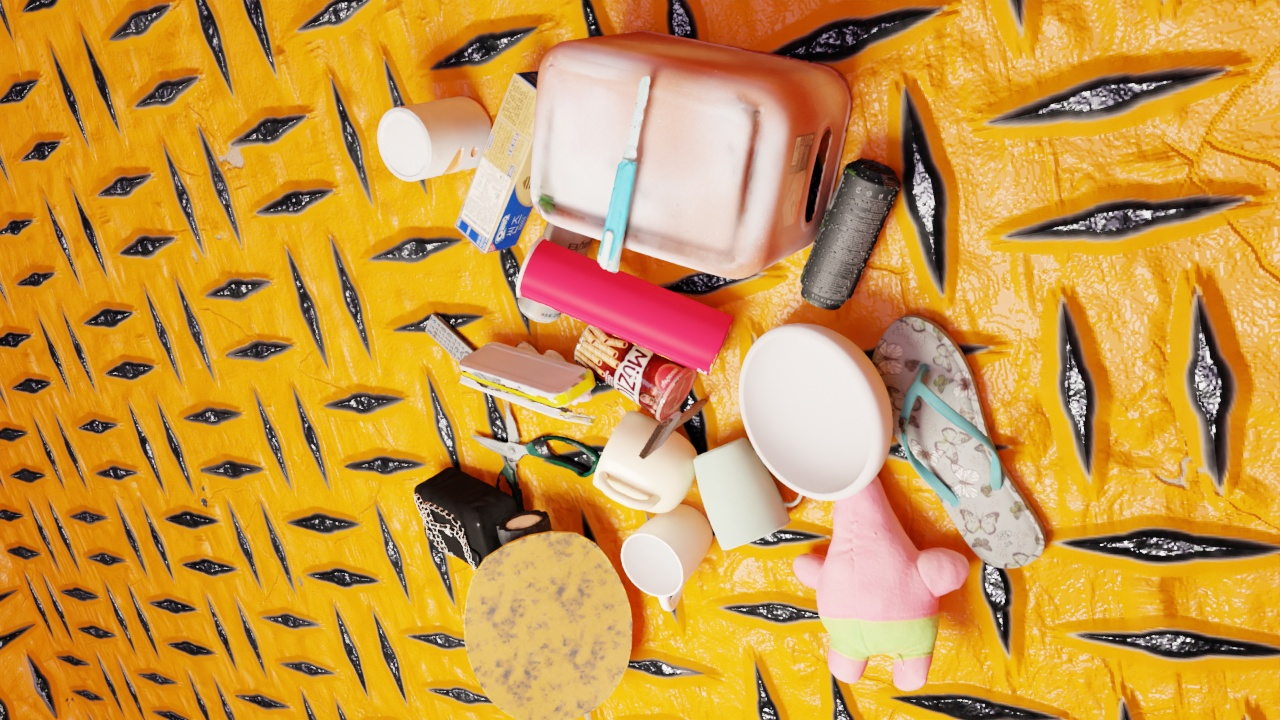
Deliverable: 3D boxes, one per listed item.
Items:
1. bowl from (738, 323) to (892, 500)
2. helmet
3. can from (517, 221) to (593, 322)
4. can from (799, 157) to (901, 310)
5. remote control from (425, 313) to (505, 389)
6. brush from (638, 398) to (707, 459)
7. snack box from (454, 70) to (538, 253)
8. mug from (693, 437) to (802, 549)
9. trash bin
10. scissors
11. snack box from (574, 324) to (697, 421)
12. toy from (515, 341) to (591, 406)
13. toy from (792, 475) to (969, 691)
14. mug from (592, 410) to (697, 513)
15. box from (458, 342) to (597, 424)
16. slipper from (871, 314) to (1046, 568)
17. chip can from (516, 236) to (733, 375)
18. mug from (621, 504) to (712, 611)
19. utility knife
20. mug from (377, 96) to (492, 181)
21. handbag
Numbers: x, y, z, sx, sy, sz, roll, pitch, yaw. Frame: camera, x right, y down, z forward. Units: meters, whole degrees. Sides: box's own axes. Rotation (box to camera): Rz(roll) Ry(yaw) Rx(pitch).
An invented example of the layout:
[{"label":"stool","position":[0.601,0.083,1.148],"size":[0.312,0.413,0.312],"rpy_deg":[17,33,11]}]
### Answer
[{"label":"bowl","position":[0.181,0.044,0.902],"size":[0.177,0.066,0.177],"rpy_deg":[25,124,45]},{"label":"helmet","position":[-0.126,0.320,1.177],"size":[0.131,0.205,0.255],"rpy_deg":[-149,47,-72]},{"label":"can","position":[-0.095,-0.109,1.037],"size":[0.054,0.054,0.136],"rpy_deg":[37,125,15]},{"label":"can","position":[0.192,-0.116,0.848],"size":[0.054,0.053,0.138],"rpy_deg":[30,123,20]},{"label":"remote control","position":[-0.226,-0.008,1.189],"size":[0.136,0.013,0.033],"rpy_deg":[40,126,13]},{"label":"brush","position":[0.041,0.064,0.965],"size":[0.008,0.142,0.045],"rpy_deg":[37,116,13]},{"label":"snack box","position":[-0.139,-0.217,1.021],"size":[0.056,0.057,0.207],"rpy_deg":[42,126,16]},{"label":"mug","position":[0.119,0.136,0.992],"size":[0.111,0.084,0.104],"rpy_deg":[-23,83,10]},{"label":"trash bin","position":[0.036,-0.196,0.853],"size":[0.260,0.157,0.182],"rpy_deg":[21,119,25]},{"label":"scissors","position":[-0.140,0.154,1.201],"size":[0.202,0.015,0.204],"rpy_deg":[15,118,27]},{"label":"snack box","position":[-0.006,0.006,1.016],"size":[0.121,0.072,0.072],"rpy_deg":[34,124,18]},{"label":"toy","position":[-0.106,0.022,1.108],"size":[0.123,0.037,0.079],"rpy_deg":[16,120,36]},{"label":"toy","position":[0.236,0.213,0.940],"size":[0.192,0.096,0.236],"rpy_deg":[-8,91,38]},{"label":"mug","position":[0.008,0.126,1.027],"size":[0.100,0.119,0.096],"rpy_deg":[26,127,9]},{"label":"box","position":[-0.135,0.028,1.062],"size":[0.210,0.067,0.070],"rpy_deg":[14,109,45]},{"label":"slipper","position":[0.291,0.088,0.871],"size":[0.098,0.054,0.269],"rpy_deg":[-23,97,39]},{"label":"chip can","position":[-0.016,-0.057,0.964],"size":[0.220,0.069,0.069],"rpy_deg":[23,121,5]},{"label":"mug","position":[0.037,0.232,1.072],"size":[0.081,0.087,0.114],"rpy_deg":[3,111,32]},{"label":"utility knife","position":[-0.011,-0.157,0.791],"size":[0.022,0.015,0.177],"rpy_deg":[28,123,20]},{"label":"mug","position":[-0.229,-0.250,1.033],"size":[0.082,0.105,0.082],"rpy_deg":[13,116,28]},{"label":"handbag","position":[-0.240,0.229,1.225],"size":[0.154,0.114,0.125],"rpy_deg":[14,123,39]}]
